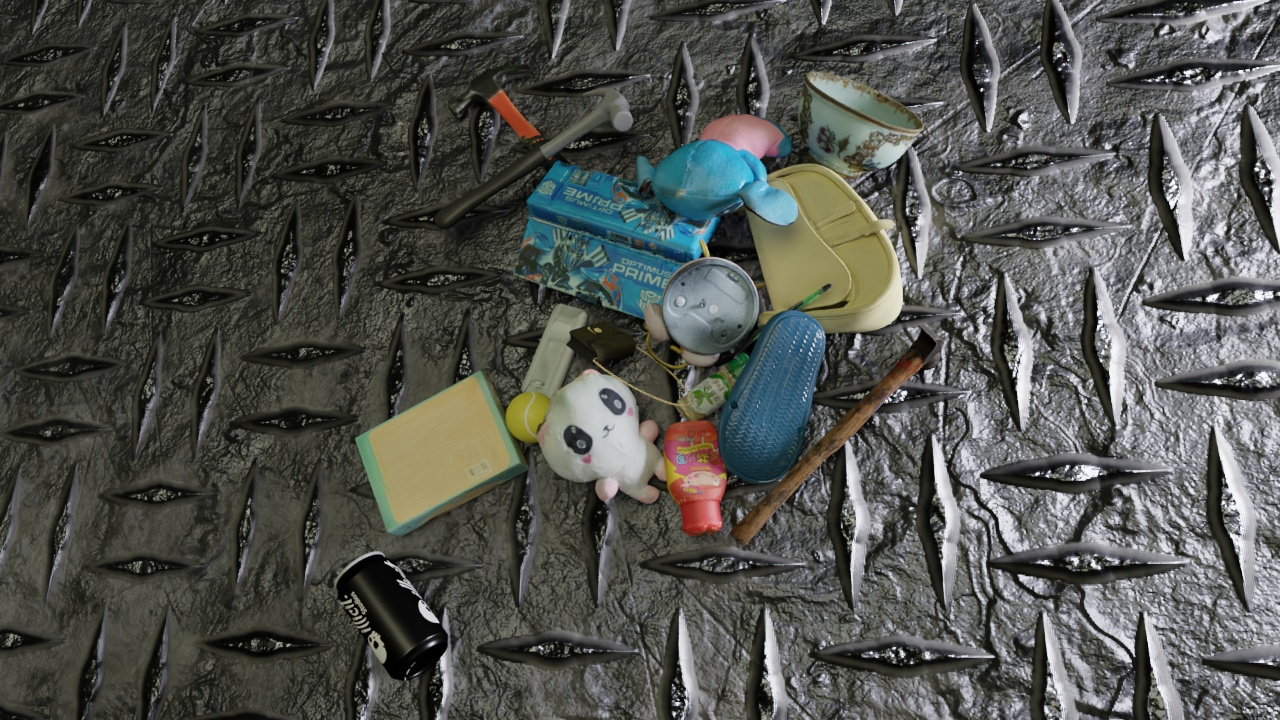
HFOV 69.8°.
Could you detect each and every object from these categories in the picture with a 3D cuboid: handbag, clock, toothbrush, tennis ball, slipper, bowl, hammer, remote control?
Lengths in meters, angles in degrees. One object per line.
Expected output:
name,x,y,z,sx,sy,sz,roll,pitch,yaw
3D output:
handbag,-0.008,0.006,1.143,0.178,0.083,0.027,36,125,30
clock,0.071,-0.056,1.128,0.117,0.058,0.158,34,102,-12
toothbrush,0.157,-0.044,1.117,0.188,0.014,0.017,-37,51,32
tennis ball,-0.138,0.072,1.167,0.065,0.065,0.065,-4,71,12
slipper,0.154,0.042,1.097,0.104,0.059,0.214,17,93,-8
handbag,0.217,-0.141,1.143,0.191,0.088,0.232,-18,68,11
bowl,0.264,-0.289,1.165,0.160,0.159,0.094,38,124,22
hammer,-0.152,-0.273,1.255,0.311,0.029,0.125,-31,36,9
hammer,-0.143,-0.305,1.313,0.133,0.033,0.333,-38,67,-3
hammer,0.223,0.090,1.060,0.330,0.120,0.033,-46,68,3
remote control,-0.114,-0.011,1.213,0.050,0.022,0.133,16,76,18

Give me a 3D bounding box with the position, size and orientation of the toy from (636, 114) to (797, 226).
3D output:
toy,0.107,-0.240,1.140,0.224,0.099,0.190,18,49,31

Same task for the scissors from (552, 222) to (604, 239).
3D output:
scissors,-0.110,-0.181,1.276,0.127,0.011,0.123,36,80,22

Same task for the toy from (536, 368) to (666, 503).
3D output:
toy,-0.040,0.102,1.124,0.179,0.102,0.138,39,71,3

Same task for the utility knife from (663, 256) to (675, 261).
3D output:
utility knife,0.069,-0.205,1.232,0.020,0.029,0.174,23,77,14

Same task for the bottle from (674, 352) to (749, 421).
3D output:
bottle,0.095,0.037,1.136,0.110,0.042,0.042,-35,67,2

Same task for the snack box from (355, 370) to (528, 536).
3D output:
snack box,-0.260,0.120,1.192,0.193,0.044,0.141,-28,67,3

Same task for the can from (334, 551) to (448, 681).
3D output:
can,-0.304,0.311,1.119,0.080,0.080,0.146,-43,67,-3

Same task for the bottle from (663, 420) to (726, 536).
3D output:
bottle,0.067,0.142,1.100,0.071,0.049,0.134,-2,71,-13

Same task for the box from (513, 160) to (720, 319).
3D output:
box,-0.039,-0.161,1.193,0.244,0.060,0.175,19,77,18
